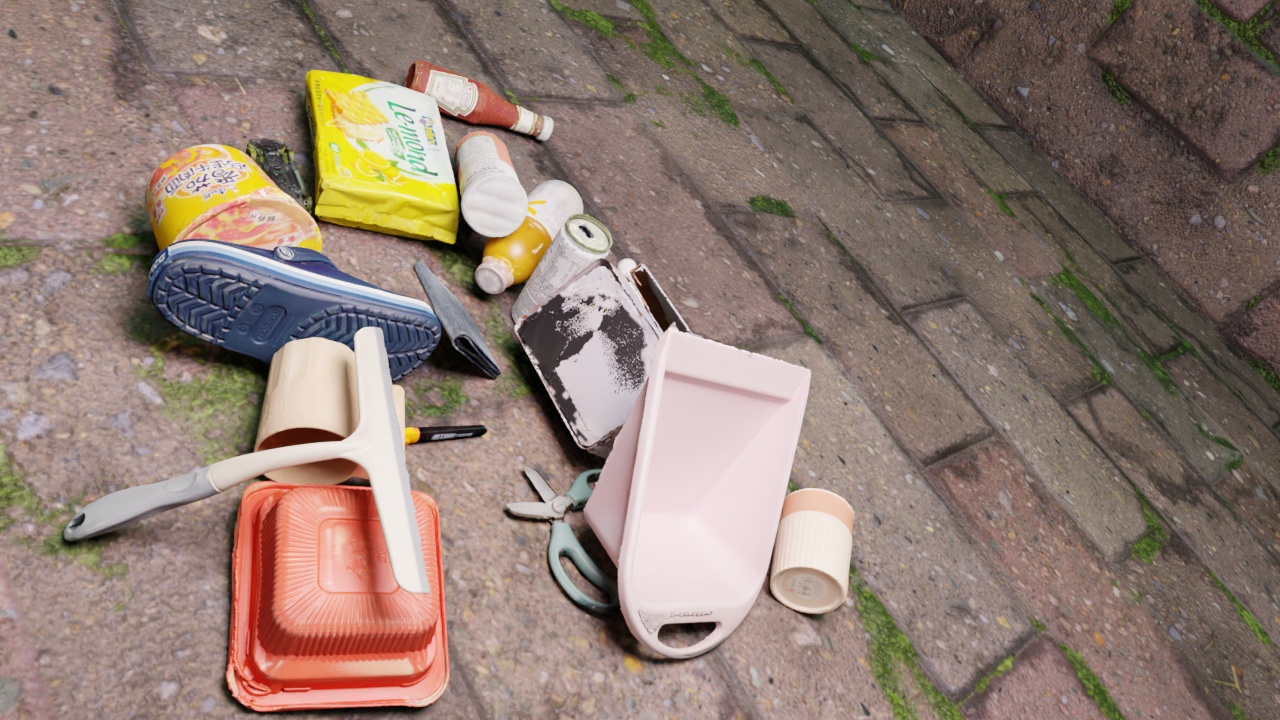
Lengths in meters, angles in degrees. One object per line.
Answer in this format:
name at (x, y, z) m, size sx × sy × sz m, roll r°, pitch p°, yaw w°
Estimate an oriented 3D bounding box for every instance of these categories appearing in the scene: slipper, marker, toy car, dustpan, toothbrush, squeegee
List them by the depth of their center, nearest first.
squeegee at (-0.298, 0.086, 0.669) m, size 0.246 × 0.039 × 0.246 m, roll -14°, pitch 54°, yaw -9°
slipper at (-0.309, -0.048, 0.830) m, size 0.252 × 0.105 × 0.095 m, roll 17°, pitch 33°, yaw -38°
dustpan at (0.073, 0.130, 0.852) m, size 0.222 × 0.274 × 0.139 m, roll 10°, pitch 27°, yaw -43°
marker at (-0.201, 0.071, 0.868) m, size 0.123 × 0.018 × 0.015 m, roll -2°, pitch 52°, yaw -39°
toy car at (-0.387, -0.188, 0.977) m, size 0.048 × 0.032 × 0.105 m, roll -12°, pitch 71°, yaw -44°
toothbrush at (-0.003, -0.042, 1.126) m, size 0.026 × 0.027 × 0.220 m, roll -2°, pitch 49°, yaw -10°

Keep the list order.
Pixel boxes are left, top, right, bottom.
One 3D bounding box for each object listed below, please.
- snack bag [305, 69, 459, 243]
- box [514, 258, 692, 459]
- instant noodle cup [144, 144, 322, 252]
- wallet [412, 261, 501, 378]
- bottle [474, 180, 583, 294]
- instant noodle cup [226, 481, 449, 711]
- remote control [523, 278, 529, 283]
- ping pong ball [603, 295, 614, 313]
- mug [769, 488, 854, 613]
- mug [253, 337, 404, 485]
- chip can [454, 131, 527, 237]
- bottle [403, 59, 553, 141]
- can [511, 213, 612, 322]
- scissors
snack bag at (-0.304, -0.236, 1.058) m, size 0.157 × 0.068 × 0.246 m, roll 7°, pitch 47°, yaw -32°
box at (-0.005, 0.006, 1.013) m, size 0.183 × 0.157 × 0.193 m, roll 59°, pitch 9°, yaw 25°
instant noodle cup at (-0.380, -0.123, 0.842) m, size 0.137 × 0.138 × 0.110 m, roll -10°, pitch 50°, yaw -43°
wallet at (-0.184, -0.039, 0.936) m, size 0.097 × 0.019 × 0.121 m, roll 58°, pitch -1°, yaw 23°
bottle at (-0.130, -0.143, 1.067) m, size 0.068 × 0.068 × 0.189 m, roll 35°, pitch 44°, yaw -3°
instant noodle cup at (-0.224, 0.168, 0.705) m, size 0.164 × 0.079 × 0.188 m, roll 7°, pitch 52°, yaw -28°
remote control at (-0.130, -0.143, 1.137) m, size 0.056 × 0.019 × 0.135 m, roll 15°, pitch 44°, yaw -24°
ping pong ball at (-0.039, -0.060, 1.106) m, size 0.040 × 0.040 × 0.040 m, roll 21°, pitch 41°, yaw -20°
mug at (0.191, 0.214, 0.985) m, size 0.114 × 0.082 × 0.105 m, roll 55°, pitch 33°, yaw -26°
mug at (-0.263, 0.049, 0.793) m, size 0.124 × 0.084 × 0.103 m, roll 16°, pitch 41°, yaw -28°
chip can at (-0.179, -0.211, 1.069) m, size 0.071 × 0.071 × 0.214 m, roll 19°, pitch 20°, yaw -22°
bottle at (-0.216, -0.346, 1.246) m, size 0.205 × 0.060 × 0.059 m, roll 13°, pitch 44°, yaw -31°
can at (-0.088, -0.091, 1.013) m, size 0.058 × 0.147 × 0.058 m, roll 21°, pitch 42°, yaw -20°
scissors at (-0.045, 0.171, 0.888) m, size 0.170 × 0.019 × 0.178 m, roll 6°, pitch 49°, yaw -35°
